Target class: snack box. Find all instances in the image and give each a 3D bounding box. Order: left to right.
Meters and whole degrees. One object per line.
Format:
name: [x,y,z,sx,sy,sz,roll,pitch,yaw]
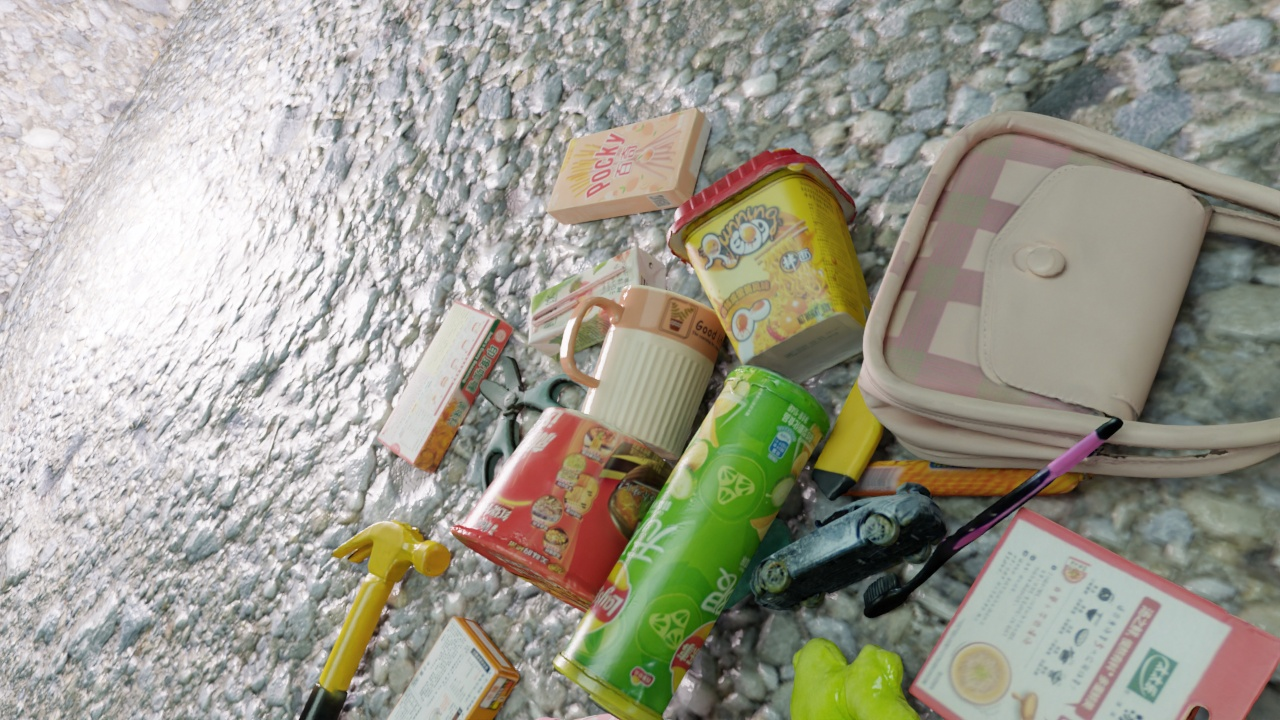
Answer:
snack box: [-0.158,0.279,0.696,0.075,0.026,0.153,32,88,47]
snack box: [-0.186,0.023,0.870,0.077,0.027,0.155,22,81,46]
snack box: [-0.013,-0.174,0.835,0.158,0.026,0.084,-1,65,40]
snack box: [0.214,0.150,0.436,0.127,0.044,0.113,30,87,47]

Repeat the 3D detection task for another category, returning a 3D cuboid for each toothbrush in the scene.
toothbrush: [0.176,0.085,0.480,0.190,0.014,0.017,-54,27,38]

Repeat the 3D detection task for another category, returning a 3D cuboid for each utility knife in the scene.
utility knife: [0.163,-0.005,0.581,0.033,0.015,0.216,11,65,48]

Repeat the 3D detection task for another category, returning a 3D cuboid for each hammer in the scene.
hammer: [-0.263,0.279,0.783,0.129,0.033,0.300,9,72,44]

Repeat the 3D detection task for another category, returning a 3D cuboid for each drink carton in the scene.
drink carton: [-0.039,-0.047,0.770,0.123,0.045,0.053,-21,55,32]

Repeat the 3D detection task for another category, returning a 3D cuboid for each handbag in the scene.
handbag: [0.248,-0.027,0.478,0.234,0.093,0.193,15,69,36]

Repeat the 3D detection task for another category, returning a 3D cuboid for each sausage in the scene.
sausage: [0.174,0.068,0.535,0.165,0.021,0.021,-6,62,38]

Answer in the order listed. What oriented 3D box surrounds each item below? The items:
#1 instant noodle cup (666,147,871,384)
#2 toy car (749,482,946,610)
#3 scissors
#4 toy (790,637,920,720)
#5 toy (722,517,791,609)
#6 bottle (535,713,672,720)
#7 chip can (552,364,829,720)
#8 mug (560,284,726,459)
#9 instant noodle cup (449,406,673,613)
instant noodle cup: [0.096,-0.057,0.620,0.116,0.116,0.123,-29,62,24]
toy car: [0.118,0.111,0.535,0.121,0.054,0.036,-34,50,22]
scissors: [-0.105,0.067,0.781,0.177,0.019,0.171,22,82,44]
toy: [0.110,0.189,0.488,0.100,0.031,0.096,118,152,-42]
toy: [0.066,0.101,0.604,0.096,0.030,0.092,-45,48,8]
bottle: [0.004,0.248,0.547,0.197,0.068,0.068,-8,61,41]
chip can: [0.035,0.106,0.550,0.073,0.072,0.221,18,69,45]
mug: [-0.004,0.004,0.662,0.082,0.114,0.105,-3,65,63]
instant noodle cup: [-0.046,0.103,0.631,0.138,0.138,0.108,10,65,44]
